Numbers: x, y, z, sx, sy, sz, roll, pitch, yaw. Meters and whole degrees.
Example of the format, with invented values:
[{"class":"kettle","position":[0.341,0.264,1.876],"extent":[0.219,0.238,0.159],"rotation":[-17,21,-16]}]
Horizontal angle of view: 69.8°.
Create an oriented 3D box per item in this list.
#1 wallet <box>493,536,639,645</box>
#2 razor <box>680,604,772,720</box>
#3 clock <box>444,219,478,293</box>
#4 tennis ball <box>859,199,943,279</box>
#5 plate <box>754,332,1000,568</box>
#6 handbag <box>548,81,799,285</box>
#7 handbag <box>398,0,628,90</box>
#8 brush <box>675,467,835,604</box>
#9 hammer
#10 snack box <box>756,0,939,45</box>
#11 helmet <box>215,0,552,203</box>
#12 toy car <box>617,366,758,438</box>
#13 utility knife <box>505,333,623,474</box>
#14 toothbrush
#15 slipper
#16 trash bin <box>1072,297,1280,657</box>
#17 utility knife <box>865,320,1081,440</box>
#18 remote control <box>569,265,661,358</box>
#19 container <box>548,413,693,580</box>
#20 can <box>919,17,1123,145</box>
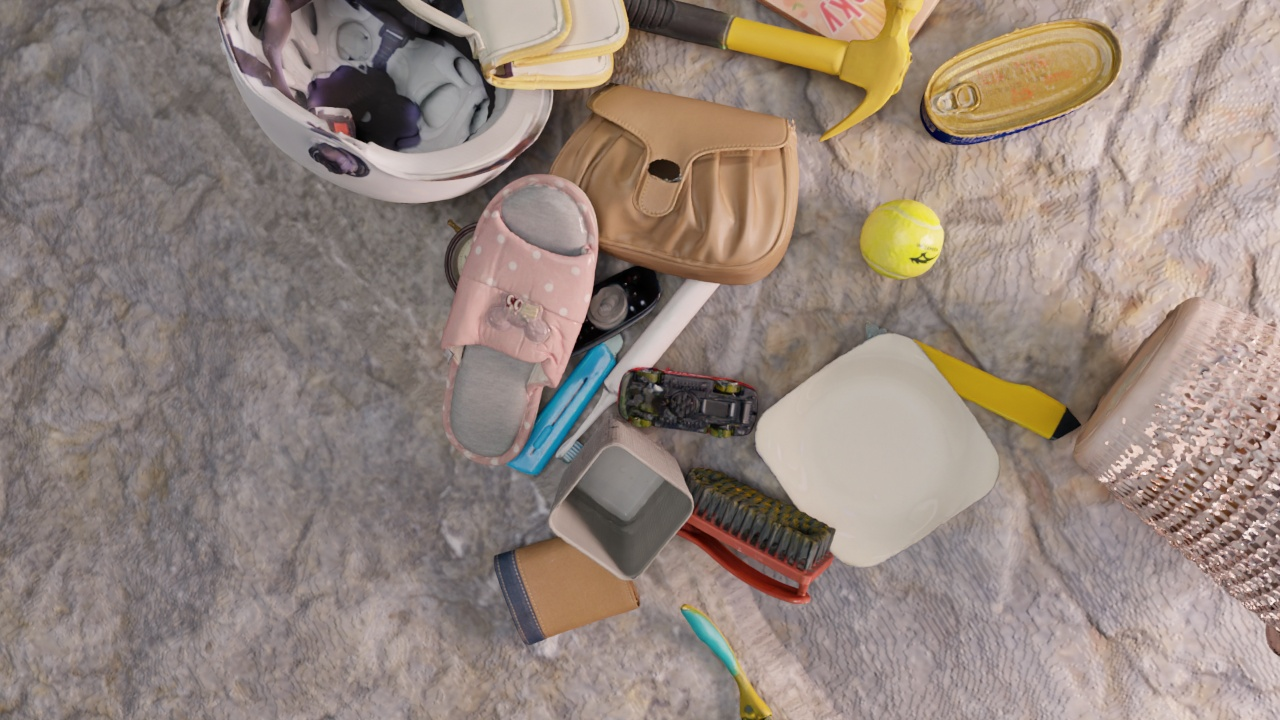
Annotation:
[{"class":"wallet","position":[-0.068,0.202,0.836],"extent":[0.115,0.033,0.090],"rotation":[-21,92,10]},{"class":"razor","position":[0.075,0.271,0.815],"extent":[0.043,0.028,0.132],"rotation":[-32,90,42]},{"class":"clock","position":[-0.126,-0.073,0.817],"extent":[0.082,0.055,0.122],"rotation":[-13,93,11]},{"class":"tennis ball","position":[0.212,-0.099,0.748],"extent":[0.065,0.065,0.065],"rotation":[1,93,10]},{"class":"plate","position":[0.198,0.075,0.777],"extent":[0.164,0.034,0.164],"rotation":[-36,87,11]},{"class":"handbag","position":[0.029,-0.148,0.756],"extent":[0.204,0.099,0.147],"rotation":[15,86,13]},{"class":"handbag","position":[-0.110,-0.295,0.716],"extent":[0.178,0.063,0.163],"rotation":[-11,76,-20]},{"class":"brush","position":[0.087,0.147,0.778],"extent":[0.146,0.063,0.069],"rotation":[24,108,26]},{"class":"hammer","position":[0.074,-0.273,0.766],"extent":[0.301,0.032,0.129],"rotation":[19,118,14]},{"class":"snack box","position":[0.163,-0.312,0.763],"extent":[0.157,0.026,0.084],"rotation":[34,99,7]},{"class":"helmet","position":[-0.211,-0.227,0.764],"extent":[0.258,0.146,0.228],"rotation":[31,63,-10]},{"class":"toy car","position":[0.040,0.036,0.794],"extent":[0.120,0.045,0.053],"rotation":[8,99,0]},{"class":"utility knife","position":[-0.065,0.038,0.831],"extent":[0.034,0.018,0.162],"rotation":[37,98,7]},{"class":"toothbrush","position":[-0.005,0.005,0.813],"extent":[0.026,0.026,0.221],"rotation":[36,99,-18]},{"class":"slipper","position":[-0.110,-0.024,0.764],"extent":[0.114,0.054,0.275],"rotation":[24,116,5]},{"class":"trash bin","position":[0.438,0.064,0.656],"extent":[0.192,0.227,0.227],"rotation":[35,99,19]},{"class":"utility knife","position":[0.274,0.015,0.769],"extent":[0.192,0.015,0.033],"rotation":[27,94,8]},{"class":"remote control","position":[-0.041,-0.038,0.815],"extent":[0.136,0.024,0.053],"rotation":[-28,64,11]},{"class":"container","position":[-0.017,0.108,0.771],"extent":[0.090,0.114,0.090],"rotation":[37,99,-9]},{"class":"can","position":[0.299,-0.220,0.732],"extent":[0.148,0.049,0.074],"rotation":[-17,90,11]}]
